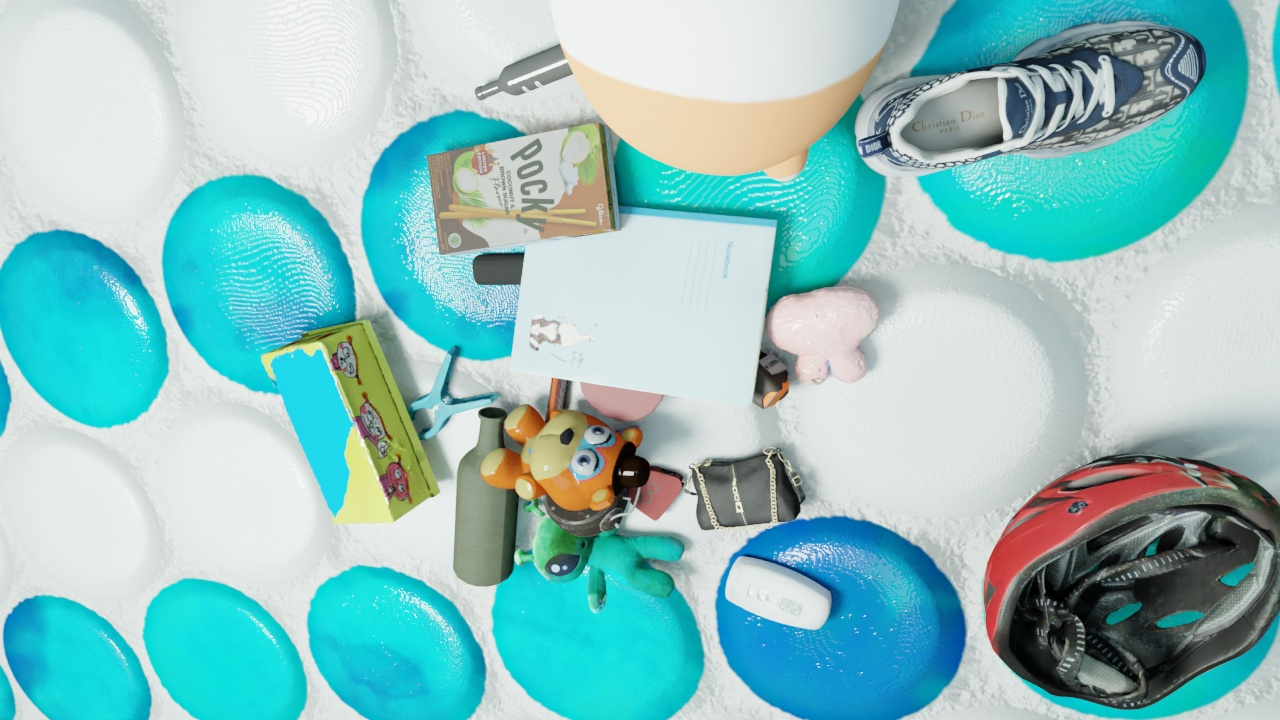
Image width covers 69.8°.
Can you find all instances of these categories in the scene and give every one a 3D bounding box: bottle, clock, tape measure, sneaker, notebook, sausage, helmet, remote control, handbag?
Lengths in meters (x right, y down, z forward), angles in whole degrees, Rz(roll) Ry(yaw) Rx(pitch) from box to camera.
[{"bbox_3d":[-0.110,-0.275,0.884,0.113,0.030,0.030,-14,105,21],"label":"bottle"},{"bbox_3d":[-0.053,0.145,0.991,0.123,0.091,0.044,5,152,24],"label":"clock"},{"bbox_3d":[0.122,0.015,0.905,0.058,0.058,0.038,46,116,21],"label":"tape measure"},{"bbox_3d":[-0.005,0.006,0.945,0.138,0.048,0.096,-41,94,25],"label":"clock"},{"bbox_3d":[0.306,-0.202,0.731,0.270,0.132,0.103,-9,104,18],"label":"sneaker"},{"bbox_3d":[-0.173,0.152,1.036,0.071,0.071,0.207,12,112,12],"label":"bottle"},{"bbox_3d":[0.015,0.139,1.004,0.051,0.019,0.059,37,109,4],"label":"tape measure"},{"bbox_3d":[-0.003,-0.061,0.900,0.254,0.009,0.181,8,91,18],"label":"notebook"},{"bbox_3d":[-0.092,0.044,1.001,0.020,0.020,0.155,15,113,11],"label":"sausage"},{"bbox_3d":[0.429,0.187,0.814,0.217,0.166,0.273,31,121,-12],"label":"helmet"},{"bbox_3d":[0.151,0.254,1.000,0.114,0.028,0.060,17,113,10],"label":"remote control"},{"bbox_3d":[-0.105,-0.095,0.957,0.147,0.015,0.033,1,109,16],"label":"remote control"},{"bbox_3d":[0.107,0.135,0.964,0.129,0.054,0.079,-12,95,23],"label":"handbag"}]

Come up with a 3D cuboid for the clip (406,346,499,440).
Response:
[{"bbox_3d":[-0.218,0.055,1.041,0.120,0.027,0.103,-37,94,24],"label":"clip"}]

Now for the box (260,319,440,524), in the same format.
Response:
[{"bbox_3d":[-0.327,0.071,1.037,0.125,0.079,0.221,-10,104,37],"label":"box"}]

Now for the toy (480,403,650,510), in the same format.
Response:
[{"bbox_3d":[-0.073,0.102,0.947,0.176,0.111,0.096,13,144,16],"label":"toy"}]

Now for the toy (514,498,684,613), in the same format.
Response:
[{"bbox_3d":[-0.050,0.214,1.027,0.193,0.072,0.130,12,74,9],"label":"toy"}]

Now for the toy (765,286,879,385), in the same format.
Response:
[{"bbox_3d":[0.177,-0.022,0.882,0.108,0.053,0.105,-7,118,18],"label":"toy"}]

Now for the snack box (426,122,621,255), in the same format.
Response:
[{"bbox_3d":[-0.117,-0.167,0.911,0.186,0.031,0.101,-6,93,18],"label":"snack box"}]

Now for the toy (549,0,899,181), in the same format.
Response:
[{"bbox_3d":[0.067,-0.276,0.717,0.263,0.264,0.281,23,144,23],"label":"toy"}]

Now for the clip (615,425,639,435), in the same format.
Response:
[{"bbox_3d":[-0.022,0.090,1.002,0.051,0.014,0.045,-1,109,19],"label":"clip"}]
